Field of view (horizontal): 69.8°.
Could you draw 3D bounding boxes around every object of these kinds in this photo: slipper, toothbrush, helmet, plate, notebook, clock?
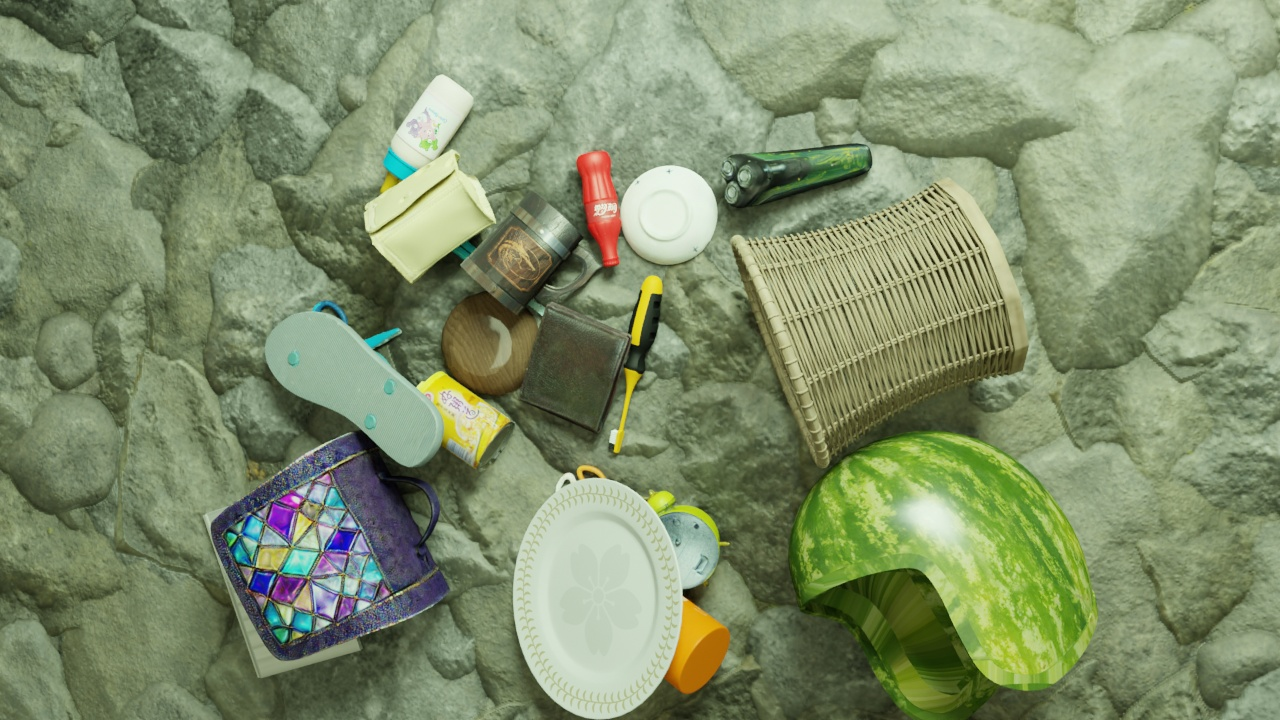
[{"bbox_3d":[-0.303,0.022,1.000,0.269,0.054,0.098,28,100,26],"label":"slipper"},{"bbox_3d":[-0.006,0.006,0.980,0.031,0.031,0.197,18,103,24],"label":"toothbrush"},{"bbox_3d":[0.269,0.180,0.837,0.247,0.214,0.242,40,63,15],"label":"helmet"},{"bbox_3d":[0.027,-0.153,0.960,0.104,0.026,0.104,1,94,11],"label":"plate"},{"bbox_3d":[-0.428,0.263,1.095,0.143,0.009,0.209,-18,91,12],"label":"notebook"},{"bbox_3d":[0.032,0.188,0.971,0.119,0.057,0.083,30,100,7],"label":"clock"},{"bbox_3d":[-0.047,0.245,0.958,0.243,0.016,0.242,-9,76,40],"label":"plate"}]

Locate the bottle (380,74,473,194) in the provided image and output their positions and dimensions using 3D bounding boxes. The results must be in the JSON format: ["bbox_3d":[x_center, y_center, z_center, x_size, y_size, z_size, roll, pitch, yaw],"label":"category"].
[{"bbox_3d":[-0.239,-0.238,0.994,0.051,0.051,0.146,40,101,6],"label":"bottle"}]

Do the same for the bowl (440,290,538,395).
[{"bbox_3d":[-0.169,-0.018,1.008,0.118,0.030,0.118,1,95,11],"label":"bowl"}]

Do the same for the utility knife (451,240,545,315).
[{"bbox_3d":[-0.162,-0.101,1.010,0.181,0.015,0.022,36,80,5],"label":"utility knife"}]

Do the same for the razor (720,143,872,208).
[{"bbox_3d":[0.156,-0.189,0.913,0.151,0.067,0.054,-9,96,4],"label":"razor"}]

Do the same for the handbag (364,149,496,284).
[{"bbox_3d":[-0.225,-0.156,0.963,0.119,0.111,0.081,-34,129,6],"label":"handbag"}]

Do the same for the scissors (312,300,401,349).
[{"bbox_3d":[-0.335,-0.016,1.053,0.134,0.011,0.137,-26,88,15],"label":"scissors"}]

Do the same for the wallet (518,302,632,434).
[{"bbox_3d":[-0.070,0.008,0.980,0.099,0.031,0.120,22,113,10],"label":"wallet"}]

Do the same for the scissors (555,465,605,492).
[{"bbox_3d":[-0.051,0.179,1.010,0.064,0.013,0.128,-22,89,13],"label":"scissors"}]

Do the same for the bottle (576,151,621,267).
[{"bbox_3d":[-0.041,-0.158,0.968,0.036,0.036,0.119,-10,93,12],"label":"bottle"}]

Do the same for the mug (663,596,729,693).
[{"bbox_3d":[0.034,0.297,0.962,0.096,0.077,0.113,29,144,37],"label":"mug"}]

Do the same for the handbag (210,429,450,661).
[{"bbox_3d":[-0.322,0.199,1.008,0.222,0.125,0.205,-27,89,6],"label":"handbag"}]

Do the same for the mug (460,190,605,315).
[{"bbox_3d":[-0.110,-0.102,0.967,0.116,0.080,0.107,42,90,-23],"label":"mug"}]

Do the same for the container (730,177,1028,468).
[{"bbox_3d":[0.214,-0.041,0.839,0.196,0.226,0.227,-21,90,5],"label":"container"}]

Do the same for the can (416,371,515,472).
[{"bbox_3d":[-0.198,0.066,1.003,0.105,0.067,0.068,34,100,7],"label":"can"}]
